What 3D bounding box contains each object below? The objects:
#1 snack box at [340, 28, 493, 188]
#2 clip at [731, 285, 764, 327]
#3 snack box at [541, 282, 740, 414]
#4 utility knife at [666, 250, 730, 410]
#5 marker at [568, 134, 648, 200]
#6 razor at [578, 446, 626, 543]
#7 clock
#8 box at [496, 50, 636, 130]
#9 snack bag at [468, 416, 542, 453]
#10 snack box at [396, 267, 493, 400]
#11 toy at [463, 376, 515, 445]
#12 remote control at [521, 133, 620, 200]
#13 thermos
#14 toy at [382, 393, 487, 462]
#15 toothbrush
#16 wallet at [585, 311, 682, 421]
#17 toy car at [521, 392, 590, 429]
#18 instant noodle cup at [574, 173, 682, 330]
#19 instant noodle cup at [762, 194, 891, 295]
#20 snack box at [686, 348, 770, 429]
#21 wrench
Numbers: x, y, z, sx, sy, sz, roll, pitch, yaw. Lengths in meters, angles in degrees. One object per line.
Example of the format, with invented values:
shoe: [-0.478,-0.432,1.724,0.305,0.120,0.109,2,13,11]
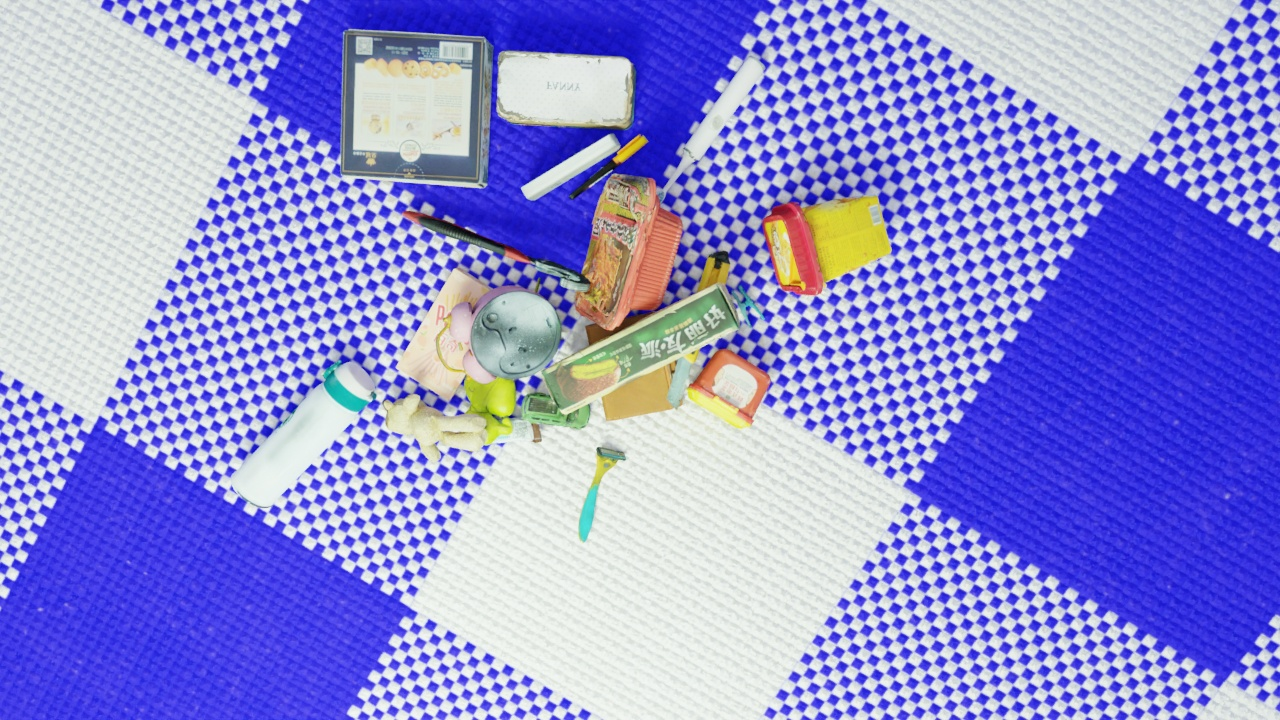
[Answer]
snack box: [-0.283,-0.317,1.161,0.178,0.045,0.182,5,98,2]
clip: [0.138,-0.071,1.192,0.041,0.014,0.056,-31,97,6]
snack box: [0.004,-0.017,1.122,0.240,0.114,0.063,-27,91,8]
utility knife: [0.074,-0.040,1.181,0.033,0.015,0.216,18,89,-5]
marker: [-0.043,-0.246,1.173,0.124,0.018,0.015,-37,95,8]
razor: [-0.060,0.181,1.230,0.043,0.028,0.132,14,97,-31]
clock: [-0.181,-0.033,1.167,0.158,0.060,0.117,-23,118,-12]
box: [-0.086,-0.336,1.144,0.184,0.060,0.090,5,99,0]
snack bag: [-0.184,0.094,1.224,0.104,0.026,0.048,-10,82,3]
snack box: [-0.247,-0.035,1.209,0.084,0.026,0.157,32,99,-2]
toy: [-0.198,0.056,1.208,0.097,0.031,0.100,32,82,14]
remote control: [-0.087,-0.244,1.157,0.135,0.056,0.019,-30,95,7]
thermos: [-0.445,0.094,1.217,0.073,0.073,0.224,45,97,-4]
toy: [-0.265,0.081,1.187,0.157,0.066,0.105,8,133,30]
toothbrush: [0.081,-0.284,1.158,0.027,0.026,0.221,35,98,-9]
wallet: [-0.007,0.007,1.202,0.108,0.031,0.132,-12,99,6]
toy car: [-0.110,0.066,1.204,0.091,0.036,0.043,8,79,-11]
instant noodle cup: [-0.014,-0.130,1.130,0.079,0.164,0.189,13,100,-23]
instant noodle cup: [0.231,-0.149,1.134,0.123,0.116,0.116,-18,98,-7]
snack box: [0.115,0.035,1.177,0.091,0.082,0.080,32,88,-3]
wrench: [-0.182,-0.141,1.157,0.273,0.056,0.016,23,107,16]
